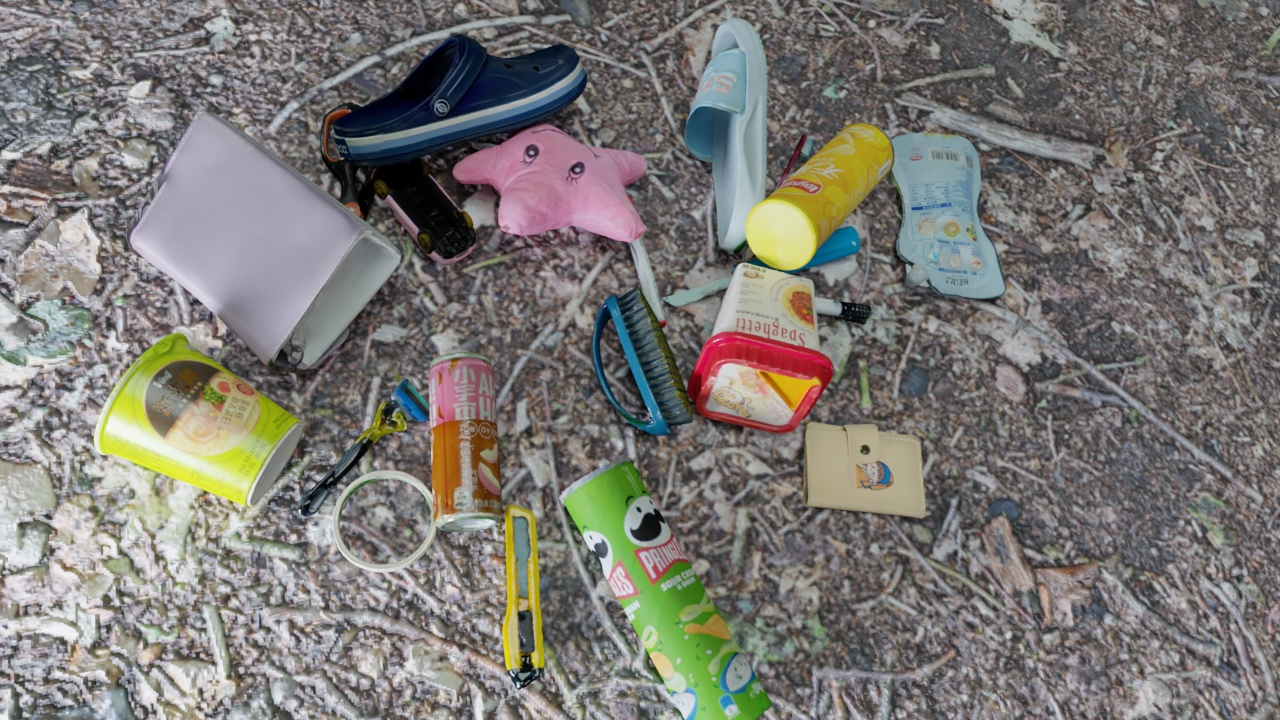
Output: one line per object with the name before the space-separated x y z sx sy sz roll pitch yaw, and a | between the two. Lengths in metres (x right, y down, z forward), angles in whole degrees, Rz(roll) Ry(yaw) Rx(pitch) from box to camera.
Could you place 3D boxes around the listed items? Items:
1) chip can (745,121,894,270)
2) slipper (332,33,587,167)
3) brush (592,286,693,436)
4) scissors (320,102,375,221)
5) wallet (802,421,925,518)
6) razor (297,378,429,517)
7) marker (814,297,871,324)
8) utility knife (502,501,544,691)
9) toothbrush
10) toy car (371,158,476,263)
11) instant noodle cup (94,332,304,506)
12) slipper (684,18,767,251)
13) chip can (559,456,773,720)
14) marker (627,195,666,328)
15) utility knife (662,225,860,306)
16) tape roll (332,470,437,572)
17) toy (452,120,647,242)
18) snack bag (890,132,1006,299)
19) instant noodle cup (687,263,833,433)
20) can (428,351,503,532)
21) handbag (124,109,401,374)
chip can | 0.183 -0.167 0.906 0.072 0.072 0.212 40 48 7
slipper | -0.177 -0.262 0.880 0.252 0.095 0.105 -25 38 -19
brush | -0.005 0.005 0.848 0.073 0.055 0.143 -24 72 5
scissors | -0.260 -0.153 0.884 0.152 0.022 0.234 -14 70 -16
wallet | 0.209 0.100 0.861 0.115 0.024 0.087 6 65 -6
razor | -0.242 0.079 0.791 0.142 0.022 0.043 -49 127 -20
marker | 0.168 -0.055 0.921 0.130 0.018 0.022 7 76 -8
utility knife | -0.100 0.194 0.769 0.033 0.015 0.156 -1 67 -13
toothbrush | 0.146 -0.171 0.964 0.017 0.016 0.187 31 62 -7
toy car | -0.207 -0.144 0.880 0.056 0.037 0.122 -35 80 -28
instant noodle cup | -0.347 0.055 0.741 0.123 0.112 0.111 29 65 -6
slipper | 0.083 -0.228 0.936 0.074 0.104 0.245 3 74 -10
chip can | 0.020 0.197 0.760 0.072 0.072 0.236 -26 75 -19
marker | 0.001 -0.098 0.910 0.017 0.017 0.145 -10 70 -14
utility knife | 0.126 -0.093 0.930 0.224 0.018 0.034 -19 52 -16
tape roll | -0.215 0.135 0.775 0.085 0.014 0.085 3 67 -8
toy | -0.080 -0.168 0.888 0.194 0.075 0.178 24 49 8
snack bag | 0.324 -0.154 0.980 0.110 0.039 0.190 6 68 -13
instant noodle cup | 0.112 -0.015 0.849 0.116 0.117 0.124 13 54 -4
can | -0.151 0.070 0.790 0.058 0.058 0.147 -3 68 -11
handbag | -0.330 -0.099 0.799 0.197 0.098 0.145 37 85 13
